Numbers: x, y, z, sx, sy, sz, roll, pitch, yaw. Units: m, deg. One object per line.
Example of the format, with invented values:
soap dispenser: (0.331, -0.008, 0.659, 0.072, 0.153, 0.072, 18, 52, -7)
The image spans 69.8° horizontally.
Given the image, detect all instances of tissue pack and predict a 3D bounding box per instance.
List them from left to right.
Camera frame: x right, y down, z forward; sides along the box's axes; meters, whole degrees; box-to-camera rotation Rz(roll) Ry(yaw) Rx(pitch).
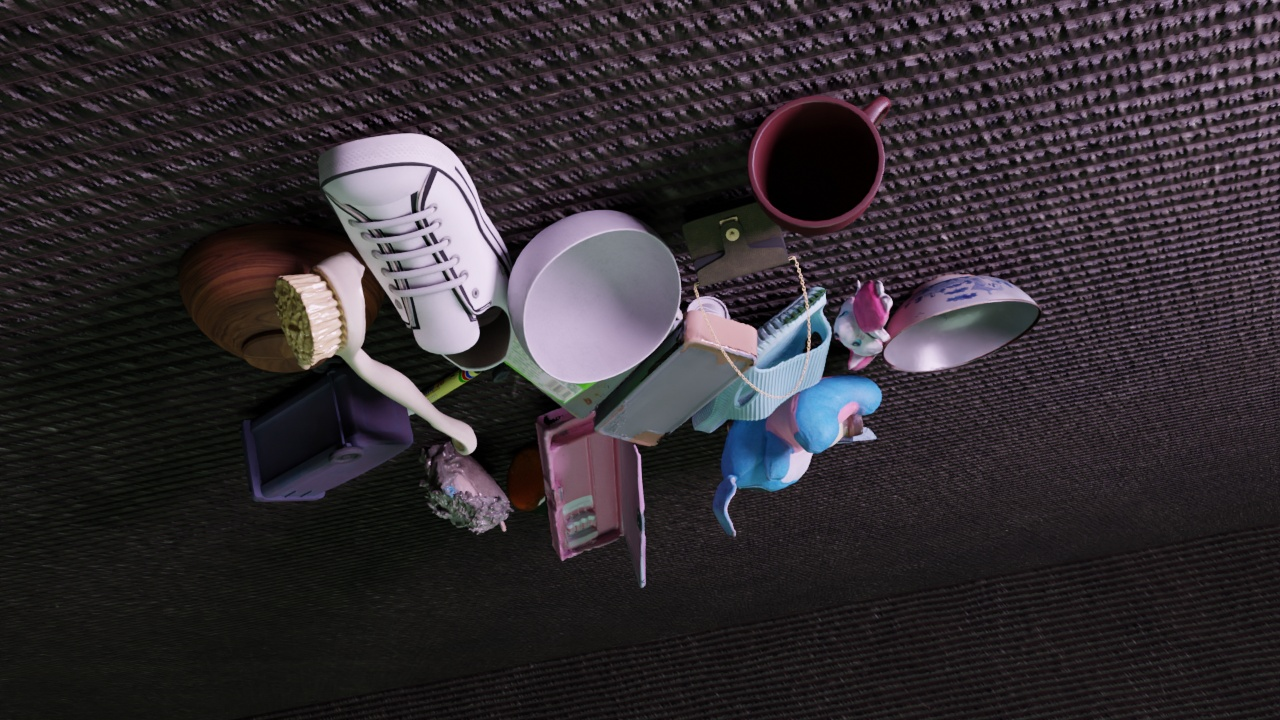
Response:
tissue pack: (-0.074, -0.016, 0.790, 0.114, 0.034, 0.100, 39, 135, -19)

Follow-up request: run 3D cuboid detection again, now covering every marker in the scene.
marker: (-0.205, 0.033, 0.916, 0.133, 0.014, 0.014, -28, 150, 34)

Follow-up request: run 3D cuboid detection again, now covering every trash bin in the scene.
trash bin: (-0.304, 0.072, 0.872, 0.161, 0.093, 0.092, -27, 160, 29)

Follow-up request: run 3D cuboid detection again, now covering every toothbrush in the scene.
toothbrush: (-0.090, -0.018, 0.834, 0.014, 0.017, 0.189, 8, 155, -36)

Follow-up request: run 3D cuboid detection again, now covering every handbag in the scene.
handbag: (0.091, -0.042, 0.732, 0.084, 0.027, 0.178, -15, 119, 10)

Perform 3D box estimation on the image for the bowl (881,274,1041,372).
bowl: (0.303, -0.045, 0.891, 0.150, 0.056, 0.151, -8, 155, -4)

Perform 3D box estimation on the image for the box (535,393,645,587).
box: (-0.045, 0.160, 1.024, 0.098, 0.115, 0.233, -18, 134, -20)

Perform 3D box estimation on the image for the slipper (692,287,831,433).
slipper: (0.121, 0.022, 0.918, 0.115, 0.069, 0.277, -33, 167, -23)

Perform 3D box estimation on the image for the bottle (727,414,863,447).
bottle: (0.191, 0.087, 1.136, 0.162, 0.056, 0.056, -11, 156, 1)

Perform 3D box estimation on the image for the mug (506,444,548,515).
mug: (-0.099, 0.142, 1.111, 0.111, 0.084, 0.081, -29, 148, 33)

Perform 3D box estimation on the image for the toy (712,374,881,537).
toy: (0.157, 0.088, 0.994, 0.223, 0.099, 0.192, -41, -178, -42)

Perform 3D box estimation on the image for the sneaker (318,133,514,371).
sneaker: (-0.146, -0.057, 0.644, 0.091, 0.097, 0.246, -11, 156, 1)

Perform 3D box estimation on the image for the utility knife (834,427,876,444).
utility knife: (0.226, 0.101, 1.212, 0.197, 0.028, 0.020, -1, 158, -19)

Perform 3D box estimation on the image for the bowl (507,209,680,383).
bowl: (-0.040, -0.054, 0.700, 0.131, 0.064, 0.132, -16, 129, -21)

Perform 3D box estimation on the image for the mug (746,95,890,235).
mug: (0.128, -0.133, 0.629, 0.114, 0.087, 0.088, -46, 170, 3)

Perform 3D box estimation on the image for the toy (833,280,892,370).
toy: (0.204, -0.036, 0.863, 0.050, 0.065, 0.102, -8, 157, -7)

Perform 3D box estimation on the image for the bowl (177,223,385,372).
bowl: (-0.265, -0.032, 0.686, 0.147, 0.068, 0.147, -8, 155, -4)

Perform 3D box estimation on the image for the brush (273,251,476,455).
brush: (-0.188, 0.013, 0.700, 0.077, 0.062, 0.272, -33, 148, -4)

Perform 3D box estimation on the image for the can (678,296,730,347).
can: (0.059, -0.019, 0.871, 0.044, 0.044, 0.107, -8, 155, -5)

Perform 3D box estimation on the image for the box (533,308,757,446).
box: (-0.005, 0.005, 0.845, 0.157, 0.063, 0.217, 34, 144, -9)

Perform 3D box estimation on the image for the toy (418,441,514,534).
toy: (-0.205, 0.157, 1.087, 0.076, 0.132, 0.176, -43, 170, -2)
